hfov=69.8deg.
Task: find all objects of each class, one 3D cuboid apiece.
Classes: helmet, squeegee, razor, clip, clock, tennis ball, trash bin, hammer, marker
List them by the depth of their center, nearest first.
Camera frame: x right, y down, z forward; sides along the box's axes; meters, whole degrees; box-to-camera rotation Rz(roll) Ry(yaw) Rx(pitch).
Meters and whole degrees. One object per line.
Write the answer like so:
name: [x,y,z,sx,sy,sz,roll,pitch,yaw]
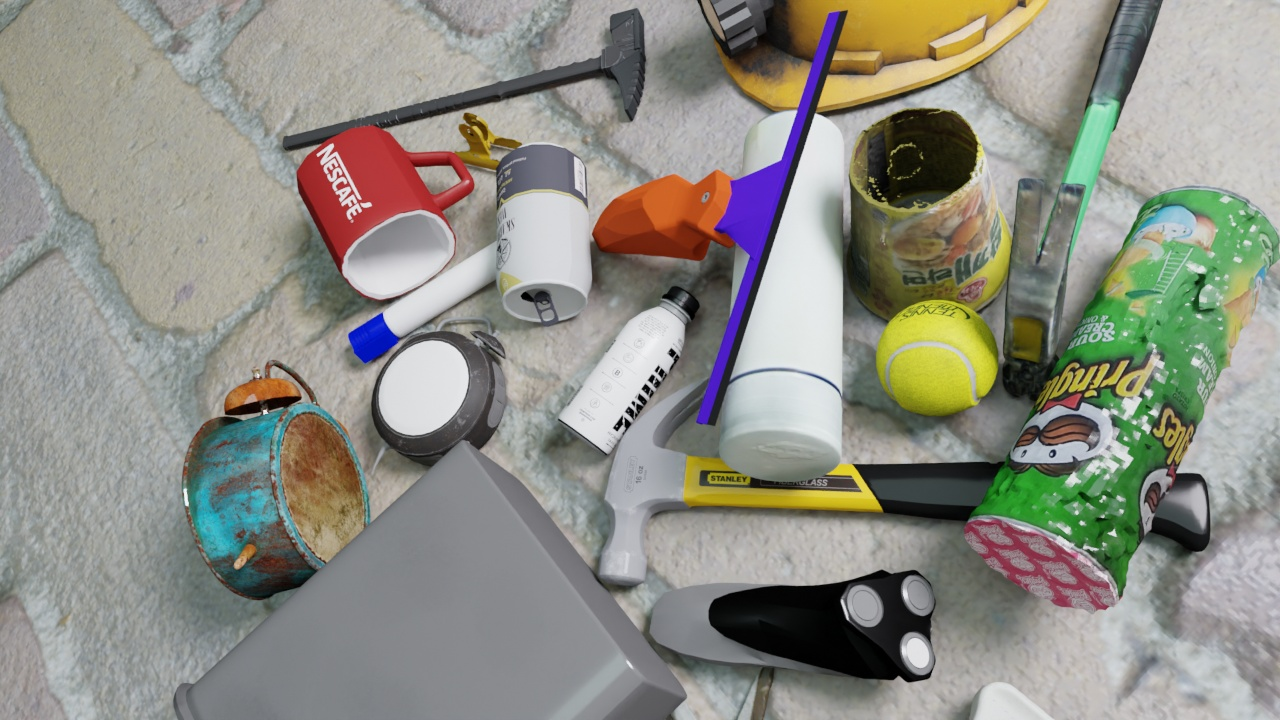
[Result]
clip: [0.146,0.220,0.421,0.126,0.110,0.151,40,93,21]
razor: [0.076,0.142,0.497,0.157,0.060,0.057,-14,51,35]
trash bin: [-0.119,0.189,0.514,0.220,0.097,0.192,-43,58,-3]
tennis ball: [0.166,-0.001,0.516,0.065,0.065,0.065,-7,66,16]
hammer: [0.135,0.073,0.519,0.324,0.029,0.127,0,68,18]
hammer: [0.266,-0.141,0.529,0.032,0.130,0.318,14,64,31]
squeegee: [0.019,-0.087,0.569,0.185,0.055,0.249,0,69,60]
clock: [-0.236,0.075,0.596,0.073,0.121,0.157,-15,57,8]
helmet: [0.157,-0.296,0.608,0.255,0.131,0.205,-27,61,6]
clock: [-0.138,0.019,0.626,0.091,0.044,0.122,-1,68,19]
marker: [-0.150,-0.044,0.668,0.133,0.023,0.027,-31,42,5]
clip: [-0.120,-0.170,0.702,0.054,0.048,0.046,19,34,26]
hammer: [-0.151,-0.204,0.743,0.325,0.015,0.094,-9,66,17]

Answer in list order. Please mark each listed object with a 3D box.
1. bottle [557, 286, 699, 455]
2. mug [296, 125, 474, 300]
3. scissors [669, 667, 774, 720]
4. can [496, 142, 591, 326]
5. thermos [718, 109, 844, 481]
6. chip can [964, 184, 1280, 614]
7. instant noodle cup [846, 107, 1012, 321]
bottle: [-0.003,0.003,0.588,0.041,0.041,0.116,32,82,27]
mug: [-0.182,-0.118,0.681,0.116,0.080,0.096,-33,61,-4]
scissors: [0.053,0.264,0.473,0.179,0.015,0.199,23,77,27]
can: [-0.067,-0.084,0.633,0.064,0.064,0.127,-11,65,15]
thermos: [0.087,-0.044,0.542,0.068,0.068,0.229,-3,59,18]
chip can: [0.246,0.012,0.460,0.075,0.075,0.222,27,70,27]
instant noodle cup: [0.163,-0.086,0.528,0.102,0.108,0.102,-8,64,18]
